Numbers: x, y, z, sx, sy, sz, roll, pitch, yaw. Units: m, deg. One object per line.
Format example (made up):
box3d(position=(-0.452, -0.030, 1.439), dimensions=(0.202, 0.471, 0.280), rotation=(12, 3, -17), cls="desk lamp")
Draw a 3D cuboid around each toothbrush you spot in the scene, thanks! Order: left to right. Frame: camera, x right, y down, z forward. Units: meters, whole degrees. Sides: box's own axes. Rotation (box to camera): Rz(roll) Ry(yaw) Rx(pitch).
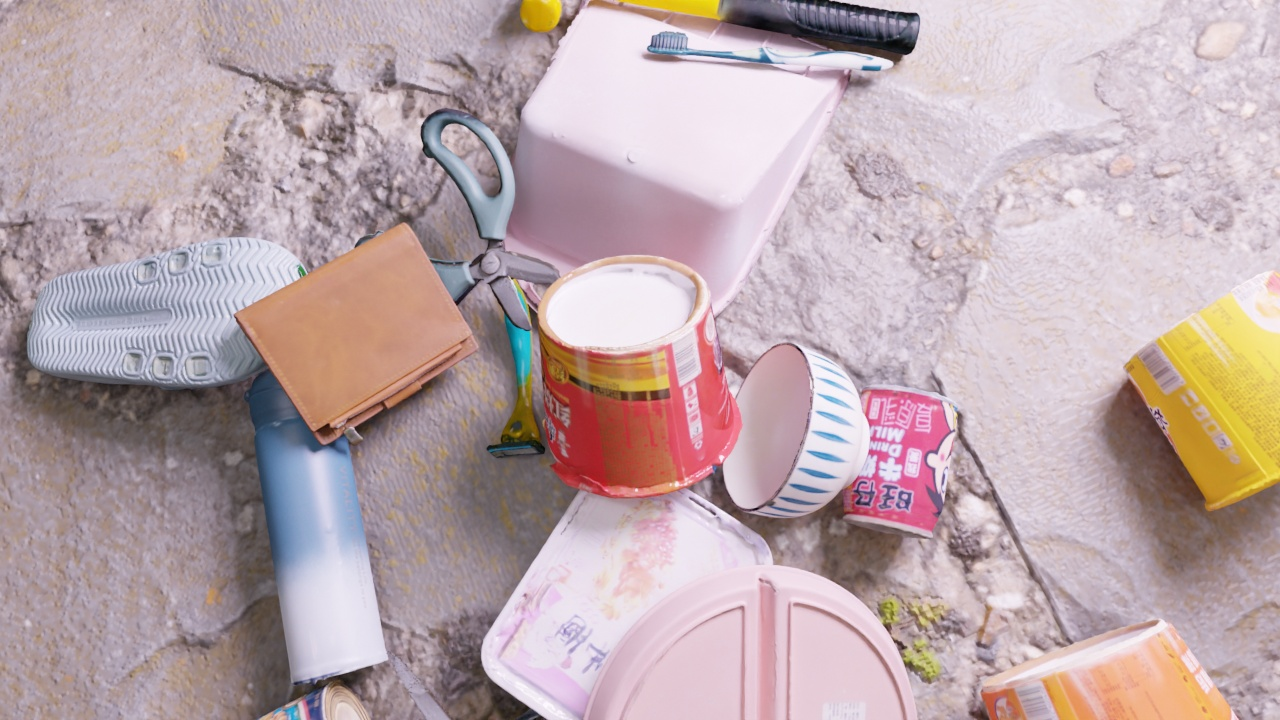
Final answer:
box3d(position=(0.099, -0.231, 0.686), dimensions=(0.191, 0.018, 0.016), rotation=(1, 37, -9), cls="toothbrush")

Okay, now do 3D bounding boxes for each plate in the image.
box3d(position=(0.075, 0.245, 0.576), dimensions=(0.229, 0.028, 0.229), rotation=(0, 90, -15), cls="plate")

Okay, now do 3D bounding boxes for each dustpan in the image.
box3d(position=(0.008, -0.153, 0.711), dimensions=(0.222, 0.139, 0.272), rotation=(26, 53, 10), cls="dustpan")

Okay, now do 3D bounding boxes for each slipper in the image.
box3d(position=(-0.344, -0.025, 0.677), dimensions=(0.246, 0.074, 0.104), rotation=(-3, 78, 19), cls="slipper")

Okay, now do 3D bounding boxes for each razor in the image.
box3d(position=(-0.091, 0.004, 0.674), dimensions=(0.043, 0.028, 0.132), rotation=(-8, 81, 27), cls="razor")

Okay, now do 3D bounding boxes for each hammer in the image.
box3d(position=(0.063, -0.276, 0.704), dimensions=(0.301, 0.033, 0.128), rotation=(10, 53, -1), cls="hammer")

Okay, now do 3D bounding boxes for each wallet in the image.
box3d(position=(-0.187, -0.013, 0.631), dimensions=(0.130, 0.035, 0.119), rotation=(-34, 107, -22), cls="wallet")

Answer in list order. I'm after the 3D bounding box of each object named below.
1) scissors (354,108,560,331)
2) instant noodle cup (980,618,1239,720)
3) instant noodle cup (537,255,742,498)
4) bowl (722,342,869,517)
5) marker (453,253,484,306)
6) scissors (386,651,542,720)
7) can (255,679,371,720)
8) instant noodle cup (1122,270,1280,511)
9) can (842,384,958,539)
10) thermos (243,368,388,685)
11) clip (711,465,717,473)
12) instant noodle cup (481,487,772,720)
box3d(position=(-0.131, -0.104, 0.662), dimensions=(0.170, 0.019, 0.181), rotation=(11, 101, 18), cls="scissors")
box3d(position=(0.286, 0.230, 0.552), dimensions=(0.151, 0.151, 0.111), rotation=(-21, 70, -1), cls="instant noodle cup")
box3d(position=(-0.004, 0.004, 0.598), dimensions=(0.138, 0.109, 0.137), rotation=(-4, 37, 3), cls="instant noodle cup")
box3d(position=(0.110, 0.052, 0.616), dimensions=(0.066, 0.117, 0.116), rotation=(17, 79, -18), cls="bowl")
box3d(position=(-0.156, -0.034, 0.694), dimensions=(0.018, 0.015, 0.124), rotation=(39, 80, 19), cls="marker")
box3d(position=(-0.115, 0.259, 0.598), dimensions=(0.180, 0.014, 0.159), rotation=(-2, 95, -21), cls="scissors")
box3d(position=(-0.237, 0.270, 0.606), dimensions=(0.111, 0.075, 0.075), rotation=(-26, 78, -2), cls="can")
box3d(position=(0.396, 0.016, 0.595), dimensions=(0.138, 0.138, 0.109), rotation=(-29, 69, -3), cls="instant noodle cup")
box3d(position=(0.176, 0.070, 0.625), dimensions=(0.066, 0.066, 0.093), rotation=(12, 80, 6), cls="can")
box3d(position=(-0.228, 0.109, 0.643), dimensions=(0.070, 0.070, 0.220), rotation=(-14, 78, 0), cls="thermos")
box3d(position=(0.048, 0.053, 0.664), dimensions=(0.024, 0.027, 0.056), rotation=(10, 91, 8), cls="clip")
box3d(position=(-0.007, 0.166, 0.621), dimensions=(0.138, 0.060, 0.173), rotation=(32, 83, 9), cls="instant noodle cup")
